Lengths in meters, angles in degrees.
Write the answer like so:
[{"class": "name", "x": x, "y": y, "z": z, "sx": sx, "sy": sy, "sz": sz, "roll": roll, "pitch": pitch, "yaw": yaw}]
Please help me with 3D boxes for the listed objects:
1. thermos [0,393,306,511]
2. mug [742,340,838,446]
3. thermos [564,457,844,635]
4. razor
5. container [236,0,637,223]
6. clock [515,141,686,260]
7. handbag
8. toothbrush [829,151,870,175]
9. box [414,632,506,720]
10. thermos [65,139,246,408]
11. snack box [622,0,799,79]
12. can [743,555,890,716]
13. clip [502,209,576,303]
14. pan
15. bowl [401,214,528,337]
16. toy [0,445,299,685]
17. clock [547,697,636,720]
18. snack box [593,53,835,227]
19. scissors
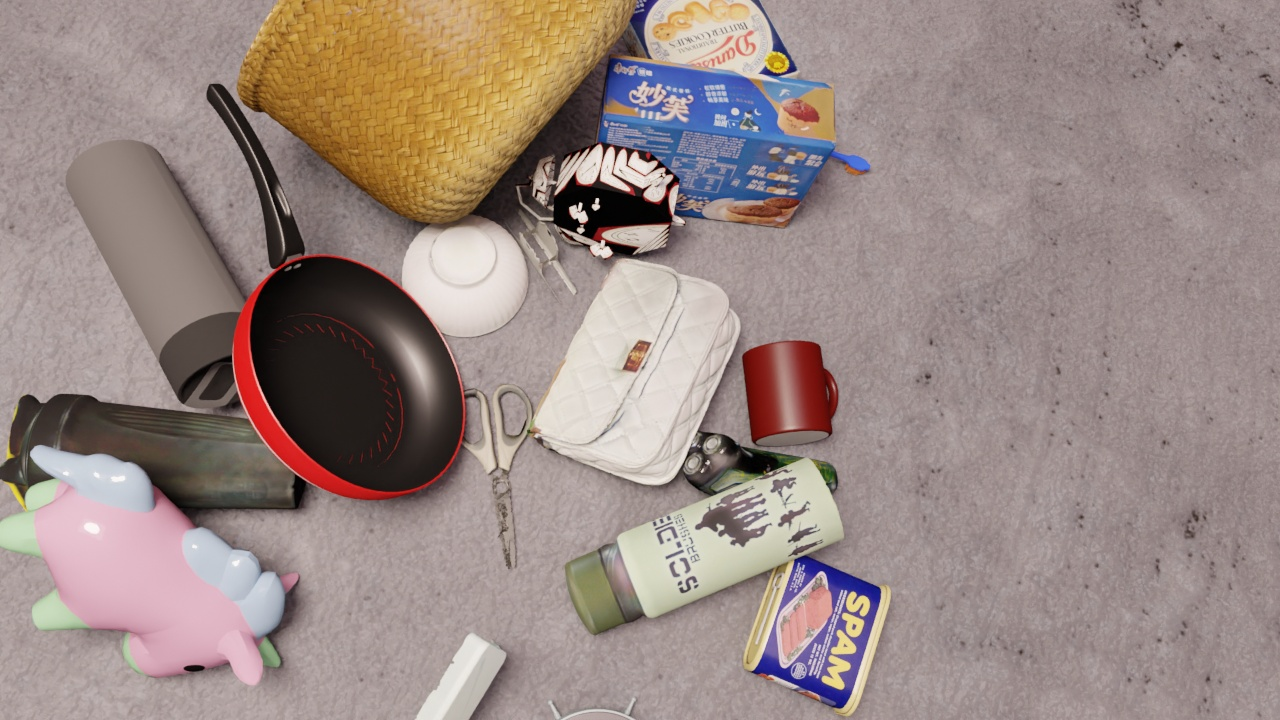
[{"class": "thermos", "x": -0.391, "y": 0.081, "z": 0.749, "sx": 0.220, "sy": 0.098, "sz": 0.098, "roll": 6, "pitch": 73, "yaw": -11}, {"class": "mug", "x": 0.147, "y": 0.033, "z": 0.853, "sx": 0.105, "sy": 0.073, "sz": 0.082, "roll": 7, "pitch": 70, "yaw": -37}, {"class": "thermos", "x": 0.049, "y": 0.159, "z": 0.780, "sx": 0.231, "sy": 0.082, "sz": 0.082, "roll": -22, "pitch": 78, "yaw": -2}, {"class": "razor", "x": 0.110, "y": 0.096, "z": 0.826, "sx": 0.151, "sy": 0.067, "sz": 0.053, "roll": 8, "pitch": 53, "yaw": -11}, {"class": "container", "x": -0.152, "y": -0.263, "z": 0.766, "sx": 0.196, "sy": 0.308, "sz": 0.306, "roll": 42, "pitch": 72, "yaw": -12}, {"class": "clock", "x": -0.043, "y": -0.138, "z": 0.839, "sx": 0.155, "sy": 0.115, "sz": 0.065, "roll": 3, "pitch": 67, "yaw": 19}, {"class": "handbag", "x": -0.005, "y": 0.005, "z": 0.820, "sx": 0.139, "sy": 0.072, "sz": 0.194, "roll": 16, "pitch": 68, "yaw": 24}, {"class": "toothbrush", "x": 0.151, "y": -0.227, "z": 0.955, "sx": 0.182, "sy": 0.018, "sz": 0.016, "roll": 18, "pitch": 68, "yaw": 1}, {"class": "box", "x": -0.165, "y": 0.300, "z": 0.690, "sx": 0.041, "sy": 0.135, "sz": 0.196, "roll": 30, "pitch": 72, "yaw": 12}, {"class": "thermos", "x": -0.396, "y": -0.073, "z": 0.776, "sx": 0.082, "sy": 0.082, "sz": 0.240, "roll": -31, "pitch": 71, "yaw": -15}, {"class": "snack box", "x": 0.069, "y": -0.322, "z": 0.950, "sx": 0.144, "sy": 0.043, "sz": 0.145, "roll": -20, "pitch": 72, "yaw": -13}, {"class": "can", "x": 0.152, "y": 0.233, "z": 0.796, "sx": 0.092, "sy": 0.057, "sz": 0.116, "roll": 23, "pitch": 72, "yaw": 0}, {"class": "clip", "x": -0.102, "y": -0.102, "z": 0.861, "sx": 0.050, "sy": 0.058, "sz": 0.102, "roll": -35, "pitch": 81, "yaw": -3}, {"class": "pan", "x": -0.267, "y": -0.050, "z": 0.742, "sx": 0.067, "sy": 0.208, "sz": 0.356, "roll": -27, "pitch": 94, "yaw": 29}, {"class": "bowl", "x": -0.162, "y": -0.086, "z": 0.843, "sx": 0.118, "sy": 0.062, "sz": 0.118, "roll": 2, "pitch": 73, "yaw": -8}, {"class": "toy", "x": -0.363, "y": 0.154, "z": 0.690, "sx": 0.171, "sy": 0.120, "sz": 0.222, "roll": -4, "pitch": 119, "yaw": -2}, {"class": "clock", "x": -0.037, "y": 0.358, "z": 0.740, "sx": 0.122, "sy": 0.045, "sz": 0.159, "roll": 1, "pitch": 75, "yaw": -8}, {"class": "snack box", "x": 0.060, "y": -0.198, "z": 0.858, "sx": 0.202, "sy": 0.155, "sz": 0.069, "roll": 6, "pitch": 70, "yaw": -6}, {"class": "scissors", "x": -0.115, "y": 0.098, "z": 0.820, "sx": 0.121, "sy": 0.013, "sz": 0.171, "roll": -35, "pitch": 78, "yaw": -14}]
